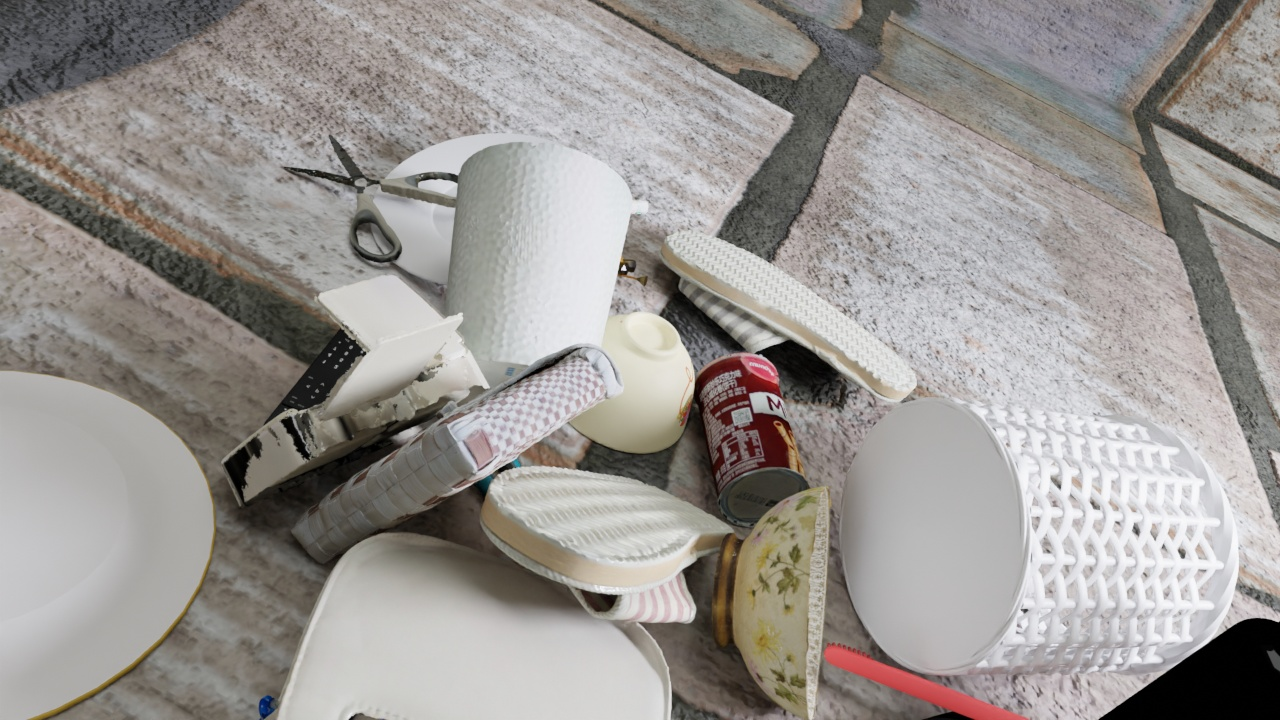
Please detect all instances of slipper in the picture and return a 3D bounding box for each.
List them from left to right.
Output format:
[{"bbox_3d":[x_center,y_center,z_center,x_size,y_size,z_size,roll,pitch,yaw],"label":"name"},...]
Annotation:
[{"bbox_3d":[-0.010,0.109,0.541,0.115,0.052,0.262,26,3,20],"label":"slipper"},{"bbox_3d":[0.135,-0.039,0.871,0.273,0.054,0.114,33,34,14],"label":"slipper"}]

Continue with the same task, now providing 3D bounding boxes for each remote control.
[{"bbox_3d":[-0.214,0.007,0.642,0.030,0.009,0.139,24,37,-5],"label":"remote control"}]

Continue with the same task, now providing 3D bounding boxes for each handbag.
[{"bbox_3d":[-0.108,0.050,0.519,0.123,0.186,0.047,-33,92,-49],"label":"handbag"},{"bbox_3d":[-0.080,0.187,0.430,0.200,0.093,0.199,23,20,-6],"label":"handbag"}]

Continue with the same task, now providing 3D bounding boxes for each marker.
[{"bbox_3d":[-0.054,-0.155,0.922,0.145,0.017,0.017,-7,49,-36],"label":"marker"}]

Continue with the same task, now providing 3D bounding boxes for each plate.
[{"bbox_3d":[-0.341,0.082,0.468,0.229,0.021,0.229,17,39,-14],"label":"plate"},{"bbox_3d":[-0.130,-0.132,0.806,0.208,0.015,0.208,1,49,-1],"label":"plate"}]

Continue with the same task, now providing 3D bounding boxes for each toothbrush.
[{"bbox_3d":[0.219,0.222,0.584,0.212,0.012,0.018,19,6,7],"label":"toothbrush"}]

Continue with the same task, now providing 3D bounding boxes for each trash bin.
[{"bbox_3d":[-0.080,-0.053,0.665,0.133,0.134,0.161,14,66,-17],"label":"trash bin"}]

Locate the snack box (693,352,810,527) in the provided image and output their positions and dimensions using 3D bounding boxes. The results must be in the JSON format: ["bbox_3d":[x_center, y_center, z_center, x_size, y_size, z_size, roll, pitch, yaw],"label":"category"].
[{"bbox_3d":[0.084,0.060,0.710,0.072,0.072,0.121,12,40,-19],"label":"snack box"}]

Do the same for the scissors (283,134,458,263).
[{"bbox_3d":[-0.225,-0.142,0.786,0.171,0.013,0.157,-3,52,-9],"label":"scissors"}]

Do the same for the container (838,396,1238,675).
[{"bbox_3d":[0.272,0.126,0.651,0.186,0.190,0.189,7,42,-23],"label":"container"}]

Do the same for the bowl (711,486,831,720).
[{"bbox_3d":[0.083,0.148,0.578,0.063,0.145,0.144,2,34,16],"label":"bowl"}]

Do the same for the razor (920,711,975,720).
[{"bbox_3d":[0.189,0.255,0.570,0.053,0.064,0.140,3,4,45],"label":"razor"}]

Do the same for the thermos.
[{"bbox_3d":[0.355,0.212,0.564,0.061,0.232,0.061,17,39,-14],"label":"thermos"}]

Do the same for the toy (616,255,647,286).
[{"bbox_3d":[-0.041,-0.088,0.810,0.100,0.063,0.076,16,17,14],"label":"toy"}]

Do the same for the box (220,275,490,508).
[{"bbox_3d":[-0.156,-0.007,0.530,0.143,0.185,0.099,-26,87,-52],"label":"box"}]

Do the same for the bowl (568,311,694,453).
[{"bbox_3d":[-0.004,0.004,0.719,0.118,0.074,0.117,17,39,-14],"label":"bowl"}]

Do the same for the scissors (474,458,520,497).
[{"bbox_3d":[-0.087,0.097,0.609,0.139,0.019,0.135,18,41,-14],"label":"scissors"}]
